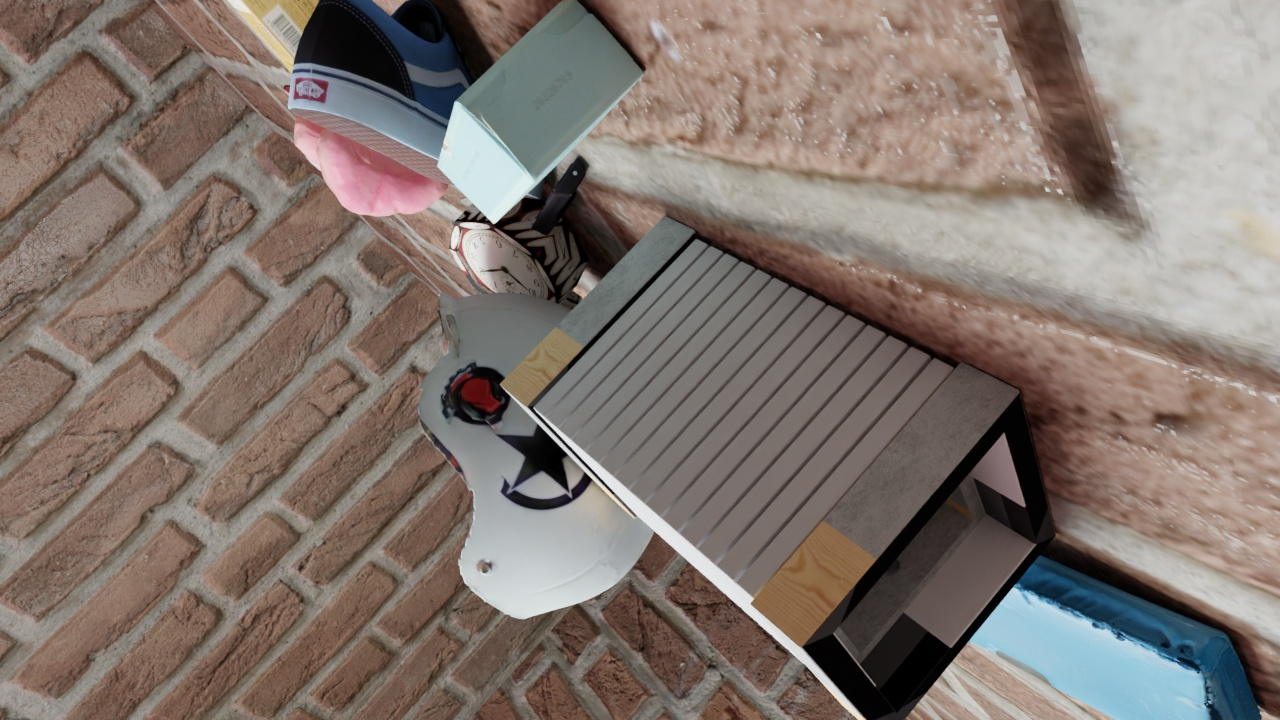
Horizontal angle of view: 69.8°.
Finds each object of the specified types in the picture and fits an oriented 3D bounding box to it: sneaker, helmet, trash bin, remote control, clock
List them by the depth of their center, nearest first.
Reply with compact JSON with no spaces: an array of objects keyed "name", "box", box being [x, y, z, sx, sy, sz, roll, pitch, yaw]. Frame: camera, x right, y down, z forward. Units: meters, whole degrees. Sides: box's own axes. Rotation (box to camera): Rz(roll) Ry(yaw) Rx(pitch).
[{"name":"trash bin","box":[0.069,0.053,0.512,0.247,0.142,0.142,35,167,44]},{"name":"sneaker","box":[-0.123,-0.172,0.602,0.083,0.098,0.241,14,180,22]},{"name":"remote control","box":[-0.058,-0.114,0.655,0.015,0.032,0.136,34,172,-10]},{"name":"helmet","box":[-0.068,0.060,0.730,0.237,0.163,0.263,91,165,-76]},{"name":"clock","box":[-0.099,-0.084,0.803,0.115,0.064,0.155,24,148,19]}]

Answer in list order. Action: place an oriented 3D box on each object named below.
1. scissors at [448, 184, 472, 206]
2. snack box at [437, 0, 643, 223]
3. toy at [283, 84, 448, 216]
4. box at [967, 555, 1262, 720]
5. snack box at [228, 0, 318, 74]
[{"name":"scissors","box":[-0.156,-0.162,0.901,0.226,0.016,0.162,34,167,43]},{"name":"snack box","box":[-0.061,-0.124,0.485,0.053,0.075,0.175,46,171,-13]},{"name":"toy","box":[-0.273,-0.207,0.898,0.141,0.084,0.213,13,-157,-37]},{"name":"box","box":[0.216,0.143,0.527,0.232,0.048,0.093,22,158,53]},{"name":"snack box","box":[-0.322,-0.319,0.788,0.056,0.057,0.207,31,165,40]}]
